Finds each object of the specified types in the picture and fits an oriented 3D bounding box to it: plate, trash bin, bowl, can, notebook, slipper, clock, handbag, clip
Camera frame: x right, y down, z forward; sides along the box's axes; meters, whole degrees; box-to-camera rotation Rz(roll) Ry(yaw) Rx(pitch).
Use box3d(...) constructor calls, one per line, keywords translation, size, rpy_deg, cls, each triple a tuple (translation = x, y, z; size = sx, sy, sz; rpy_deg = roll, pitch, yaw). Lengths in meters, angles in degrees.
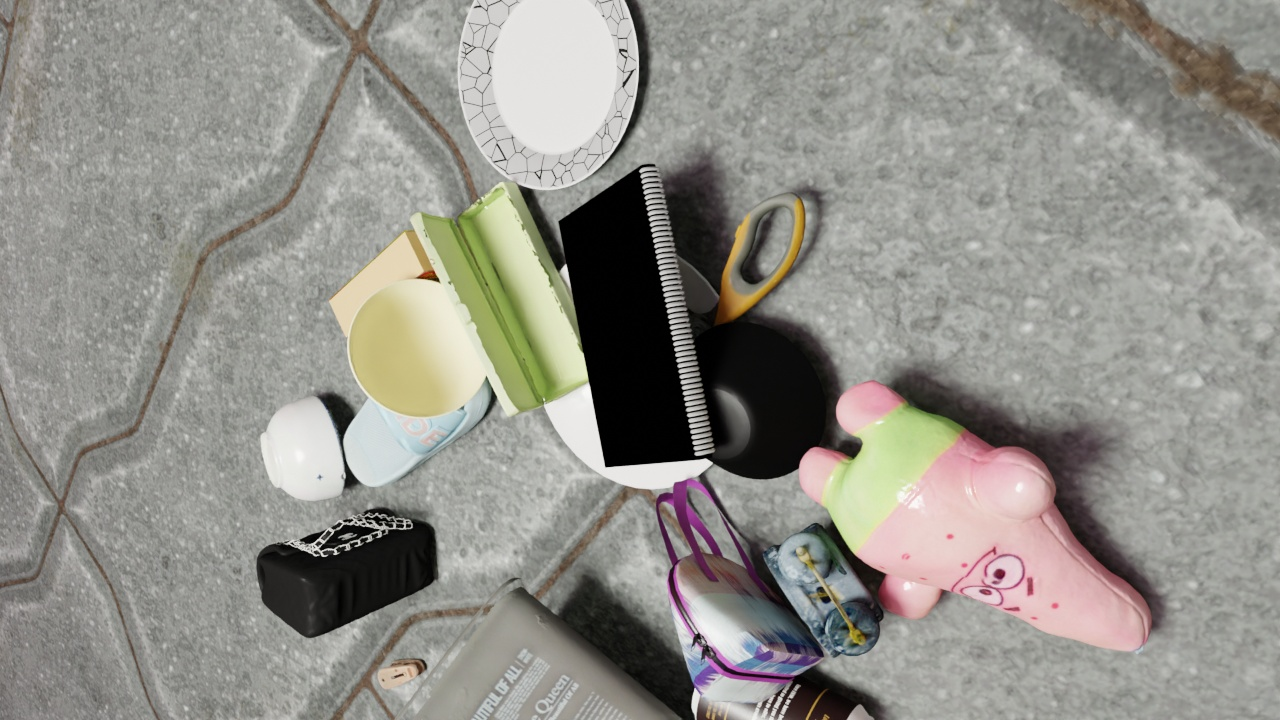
box3d(translation=(-0.004, 0.005, 0.764), size=(0.209, 0.015, 0.209), rpy_deg=(8, 105, 33), cls="plate")
box3d(translation=(-0.066, 0.338, 0.761), size=(0.220, 0.196, 0.198), rpy_deg=(29, 151, 19), cls="trash bin")
box3d(translation=(0.066, 0.038, 0.667), size=(0.124, 0.052, 0.124), rpy_deg=(11, 112, 30), cls="bowl")
box3d(translation=(-0.076, -0.238, 0.757), size=(0.189, 0.016, 0.189), rpy_deg=(8, 105, 33), cls="plate")
box3d(translation=(0.109, 0.279, 0.715), size=(0.129, 0.071, 0.072), rpy_deg=(18, 110, 30), cls="can")
box3d(translation=(-0.008, -0.025, 0.690), size=(0.149, 0.016, 0.206), rpy_deg=(-16, 84, 60), cls="notebook")
box3d(translation=(-0.230, 0.050, 0.893), size=(0.246, 0.074, 0.104), rpy_deg=(-42, 77, 35), cls="slipper")
box3d(translation=(0.129, 0.162, 0.646), size=(0.052, 0.129, 0.090), rpy_deg=(-35, 79, 4), cls="clock")
box3d(translation=(-0.304, 0.192, 0.929), size=(0.125, 0.153, 0.115), rpy_deg=(8, 109, 37), cls="handbag")
box3d(translation=(-0.365, 0.099, 0.982), size=(0.113, 0.063, 0.113), rpy_deg=(26, 124, 48), cls="bowl")
box3d(translation=(-0.197, -0.004, 0.790), size=(0.074, 0.117, 0.118), rpy_deg=(-23, 87, 62), cls="bowl")
box3d(translation=(0.059, 0.165, 0.696), size=(0.068, 0.144, 0.169), rpy_deg=(-43, 49, 21), cls="handbag")
box3d(translation=(-0.261, 0.344, 1.016), size=(0.062, 0.044, 0.024), rpy_deg=(-20, 89, 17), cls="clip")

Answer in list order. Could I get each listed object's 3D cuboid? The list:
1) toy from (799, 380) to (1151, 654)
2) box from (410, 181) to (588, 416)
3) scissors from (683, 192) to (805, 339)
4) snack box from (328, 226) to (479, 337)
box3d(translation=(0.214, 0.114, 0.595), size=(0.237, 0.096, 0.192), rpy_deg=(33, 141, 15), cls="toy")
box3d(translation=(-0.103, -0.055, 0.772), size=(0.083, 0.091, 0.188), rpy_deg=(-28, 88, 12), cls="box")
box3d(translation=(0.038, -0.046, 0.703), size=(0.225, 0.016, 0.226), rpy_deg=(37, 121, 21), cls="scissors")
box3d(translation=(-0.210, -0.073, 0.842), size=(0.126, 0.088, 0.040), rpy_deg=(-31, 82, 35), cls="snack box")
